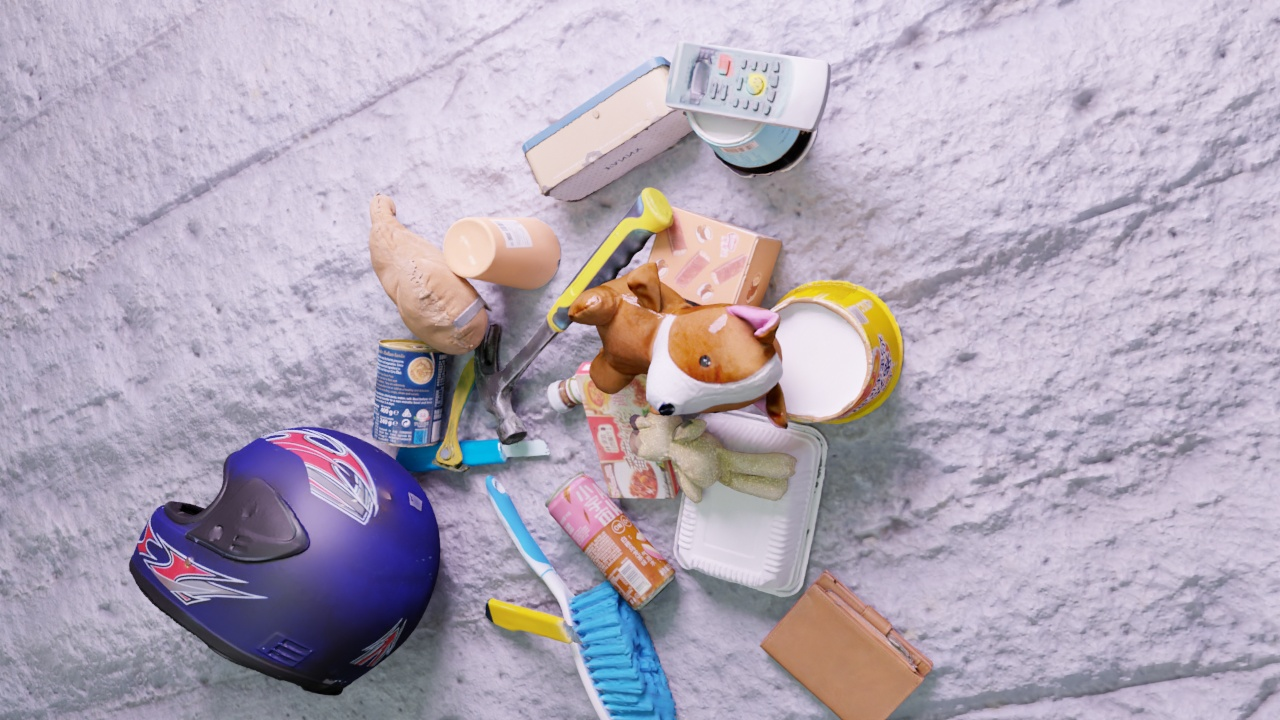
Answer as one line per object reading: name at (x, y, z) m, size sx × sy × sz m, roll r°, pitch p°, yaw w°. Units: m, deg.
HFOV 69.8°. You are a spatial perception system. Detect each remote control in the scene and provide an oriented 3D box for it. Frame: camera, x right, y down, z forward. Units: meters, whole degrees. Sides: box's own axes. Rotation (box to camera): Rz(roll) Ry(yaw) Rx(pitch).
remote control at (0.088, -0.227, 0.758) m, size 0.135 × 0.019 × 0.056 m, roll 16°, pitch 101°, yaw 20°

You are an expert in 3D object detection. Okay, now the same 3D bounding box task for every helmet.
helmet at (-0.364, 0.189, 0.989) m, size 0.316 × 0.247 × 0.240 m, roll 23°, pitch 76°, yaw 23°

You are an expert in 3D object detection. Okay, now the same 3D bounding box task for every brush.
brush at (-0.068, 0.251, 0.974) m, size 0.110 × 0.060 × 0.314 m, roll -27°, pitch 81°, yaw 25°

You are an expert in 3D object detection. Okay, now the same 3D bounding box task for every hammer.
hammer at (-0.076, -0.052, 0.910) m, size 0.324 × 0.031 × 0.126 m, roll -45°, pitch 62°, yaw 36°

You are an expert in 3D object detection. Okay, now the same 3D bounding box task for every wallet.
wallet at (0.195, 0.281, 0.879) m, size 0.132 × 0.031 × 0.108 m, roll 39°, pitch 110°, yaw 14°

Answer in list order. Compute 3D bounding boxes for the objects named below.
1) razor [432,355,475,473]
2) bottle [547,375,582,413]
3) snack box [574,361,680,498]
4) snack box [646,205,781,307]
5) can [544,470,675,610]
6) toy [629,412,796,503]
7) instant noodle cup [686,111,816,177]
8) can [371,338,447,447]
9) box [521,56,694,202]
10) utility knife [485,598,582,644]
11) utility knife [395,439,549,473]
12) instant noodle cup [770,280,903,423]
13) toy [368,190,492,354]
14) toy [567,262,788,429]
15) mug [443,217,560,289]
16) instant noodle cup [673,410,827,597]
razor at (-0.197, 0.055, 1.013) m, size 0.043 × 0.028 × 0.132 m, roll 14°, pitch 87°, yaw 25°
bottle at (-0.005, 0.005, 0.926) m, size 0.207 × 0.059 × 0.059 m, roll -23°, pitch 85°, yaw 28°
snack box at (-0.011, 0.071, 0.915) m, size 0.075 × 0.025 × 0.153 m, roll -2°, pitch 119°, yaw 21°
snack box at (0.069, -0.093, 0.867) m, size 0.094 × 0.092 × 0.077 m, roll 22°, pitch 102°, yaw 19°
can at (-0.031, 0.186, 0.948) m, size 0.147 × 0.057 × 0.058 m, roll 46°, pitch 108°, yaw 13°
toy at (0.065, 0.086, 0.842) m, size 0.157 × 0.066 × 0.105 m, roll 16°, pitch 141°, yaw 17°
instant noodle cup at (0.095, -0.227, 0.831) m, size 0.111 × 0.120 × 0.111 m, roll 2°, pitch 94°, yaw 22°
can at (-0.256, 0.036, 1.018) m, size 0.075 × 0.075 × 0.111 m, roll 10°, pitch 98°, yaw 21°
box at (-0.021, -0.224, 0.898) m, size 0.185 × 0.089 × 0.060 m, roll -29°, pitch 82°, yaw 19°
utility knife at (-0.116, 0.279, 0.979) m, size 0.170 × 0.015 × 0.033 m, roll -2°, pitch 107°, yaw 47°
utility knife at (-0.190, 0.105, 1.027) m, size 0.199 × 0.018 × 0.034 m, roll -6°, pitch 81°, yaw 22°
instant noodle cup at (0.161, -0.003, 0.828) m, size 0.138 × 0.109 × 0.138 m, roll 2°, pitch 96°, yaw 22°
toy at (-0.236, -0.092, 0.975) m, size 0.082 × 0.143 × 0.226 m, roll -32°, pitch 48°, yaw -13°
toy at (0.034, -0.008, 0.773) m, size 0.200 × 0.130 × 0.140 m, roll 17°, pitch 144°, yaw 29°
mug at (-0.143, -0.112, 0.936) m, size 0.078 × 0.122 × 0.078 m, roll 1°, pitch 94°, yaw 21°
instant noodle cup at (0.100, 0.141, 0.892) m, size 0.138 × 0.060 × 0.173 m, roll 12°, pitch 100°, yaw 21°
